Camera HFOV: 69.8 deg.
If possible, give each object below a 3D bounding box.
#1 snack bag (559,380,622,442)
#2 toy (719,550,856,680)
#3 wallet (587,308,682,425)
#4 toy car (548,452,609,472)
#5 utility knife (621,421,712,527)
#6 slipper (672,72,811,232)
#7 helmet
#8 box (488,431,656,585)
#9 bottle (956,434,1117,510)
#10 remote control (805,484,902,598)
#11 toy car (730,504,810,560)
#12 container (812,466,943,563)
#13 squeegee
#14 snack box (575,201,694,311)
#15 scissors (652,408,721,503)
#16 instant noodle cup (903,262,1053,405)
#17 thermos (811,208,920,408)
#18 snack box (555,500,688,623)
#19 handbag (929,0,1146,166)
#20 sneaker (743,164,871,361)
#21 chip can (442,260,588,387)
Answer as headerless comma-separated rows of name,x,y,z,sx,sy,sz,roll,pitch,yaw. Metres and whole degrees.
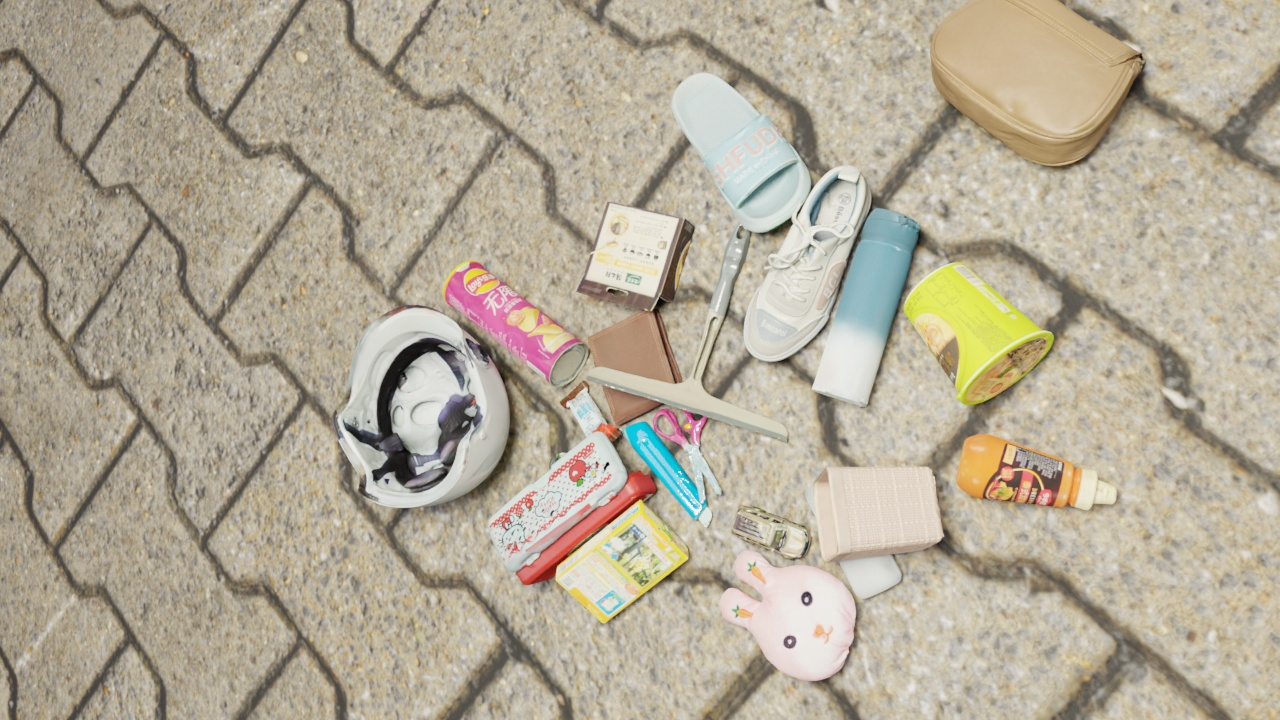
snack bag,-0.064,0.071,1.158,0.048,0.026,0.104,-44,47,5
toy,0.161,0.279,1.018,0.160,0.054,0.121,20,91,34
wallet,-0.007,0.007,1.151,0.101,0.032,0.124,-25,72,22
toy car,-0.070,0.135,1.155,0.091,0.034,0.043,-11,73,8
utility knife,0.036,0.137,1.115,0.034,0.018,0.159,-39,68,-1
slipper,0.117,-0.264,1.107,0.104,0.074,0.245,-34,66,3
helmet,-0.264,0.067,1.193,0.229,0.146,0.258,-32,62,15
box,-0.089,0.177,1.119,0.202,0.095,0.101,-40,73,15
bottle,0.402,0.120,0.932,0.150,0.066,0.066,12,86,19
remote control,0.235,0.192,1.014,0.056,0.020,0.136,-32,70,17
toy car,0.148,0.197,1.046,0.090,0.035,0.042,18,90,24
container,0.247,0.159,0.959,0.111,0.090,0.089,-3,70,-1
squeegee,0.089,-0.052,1.110,0.246,0.039,0.246,17,81,6
snack box,-0.007,-0.128,1.159,0.113,0.053,0.125,17,89,26
scissors,0.055,0.111,1.106,0.084,0.017,0.137,-13,72,14
instant noodle cup,0.344,-0.034,0.962,0.112,0.111,0.123,-40,59,13
thermos,0.254,-0.060,1.026,0.070,0.070,0.220,17,88,26
snack box,-0.022,0.241,1.092,0.141,0.033,0.087,-40,106,15
handbag,0.415,-0.305,0.977,0.148,0.099,0.204,-43,67,4
sneaker,0.191,-0.109,1.038,0.089,0.090,0.242,27,92,13
chip can,-0.166,-0.050,1.209,0.210,0.071,0.071,36,97,24
